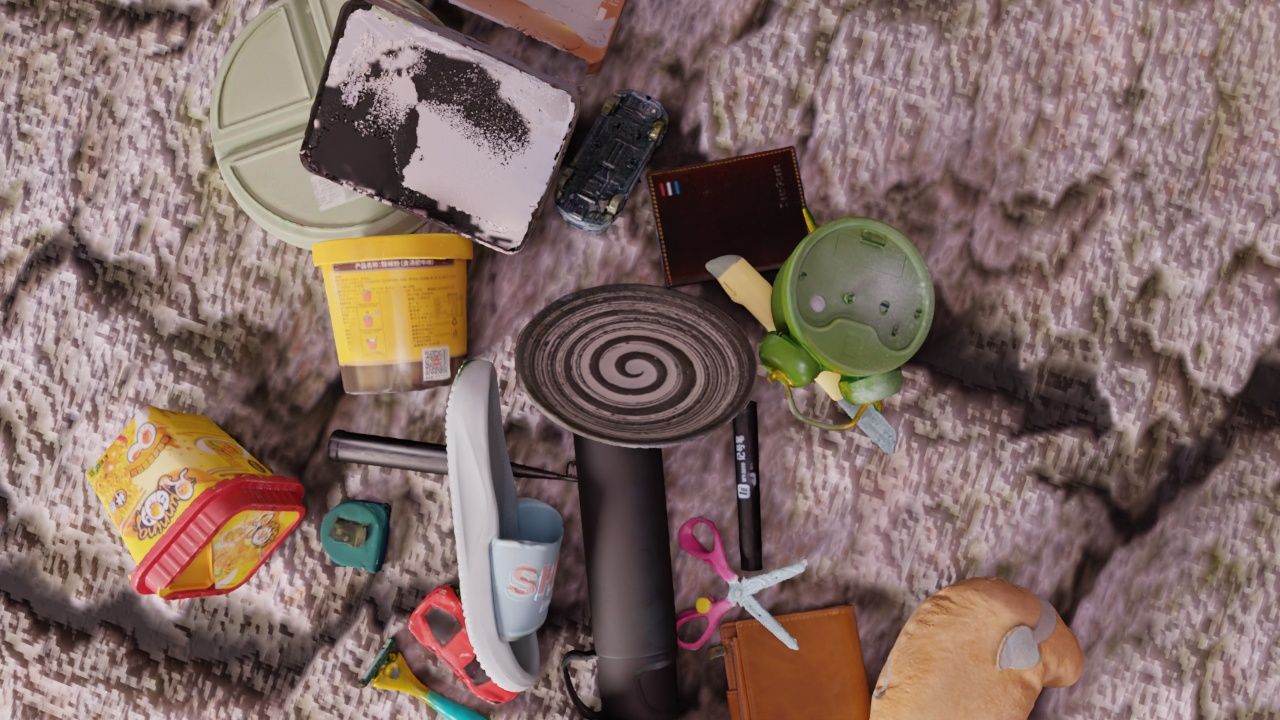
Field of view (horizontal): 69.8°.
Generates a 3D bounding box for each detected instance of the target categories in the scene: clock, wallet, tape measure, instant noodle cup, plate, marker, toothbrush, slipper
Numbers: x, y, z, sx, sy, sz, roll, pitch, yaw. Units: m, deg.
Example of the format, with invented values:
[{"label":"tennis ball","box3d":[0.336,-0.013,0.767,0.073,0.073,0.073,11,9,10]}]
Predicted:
[{"label":"clock","box3d":[0.150,-0.028,0.682,0.116,0.056,0.161,15,81,-11]},{"label":"wallet","box3d":[0.114,0.258,0.694,0.119,0.035,0.130,-10,76,8]},{"label":"tape measure","box3d":[-0.230,0.141,0.742,0.054,0.025,0.058,9,88,4]},{"label":"instant noodle cup","box3d":[-0.184,-0.036,0.703,0.118,0.118,0.114,-4,94,5]},{"label":"plate","box3d":[-0.004,0.004,0.681,0.179,0.179,0.024,3,133,-3]},{"label":"wallet","box3d":[0.072,-0.114,0.729,0.122,0.020,0.096,-10,87,3]},{"label":"marker","box3d":[0.084,0.097,0.717,0.020,0.022,0.132,-3,87,12]},{"label":"instant noodle cup","box3d":[-0.350,0.106,0.717,0.123,0.116,0.116,42,92,17]},{"label":"toothbrush","box3d":[-0.143,0.080,0.736,0.213,0.026,0.027,6,87,2]},{"label":"slipper","box3d":[-0.095,0.119,0.683,0.074,0.104,0.245,-7,97,0]},{"label":"plate","box3d":[-0.249,-0.203,0.757,0.230,0.027,0.230,0,88,6]}]

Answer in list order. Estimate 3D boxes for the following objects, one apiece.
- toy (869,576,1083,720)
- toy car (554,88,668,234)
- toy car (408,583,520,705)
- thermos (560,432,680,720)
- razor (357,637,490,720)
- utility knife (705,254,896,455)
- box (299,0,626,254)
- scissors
[{"label":"toy","box3d":[0.226,0.264,0.664,0.143,0.082,0.226,29,90,-8]},{"label":"toy car","box3d":[-0.023,-0.159,0.731,0.054,0.037,0.120,27,80,6]},{"label":"toy car","box3d":[-0.135,0.227,0.727,0.106,0.031,0.049,43,93,3]},{"label":"thermos","box3d":[-0.020,0.149,0.696,0.090,0.068,0.242,-4,87,-14]},{"label":"razor","box3d":[-0.158,0.272,0.728,0.132,0.028,0.043,28,59,8]},{"label":"utility knife","box3d":[0.130,-0.006,0.712,0.031,0.021,0.208,-43,87,1]},{"label":"box","box3d":[-0.122,-0.227,0.684,0.179,0.133,0.271,22,82,-8]},{"label":"scissors","box3d":[0.069,0.169,0.695,0.134,0.017,0.131,-32,63,29]}]
